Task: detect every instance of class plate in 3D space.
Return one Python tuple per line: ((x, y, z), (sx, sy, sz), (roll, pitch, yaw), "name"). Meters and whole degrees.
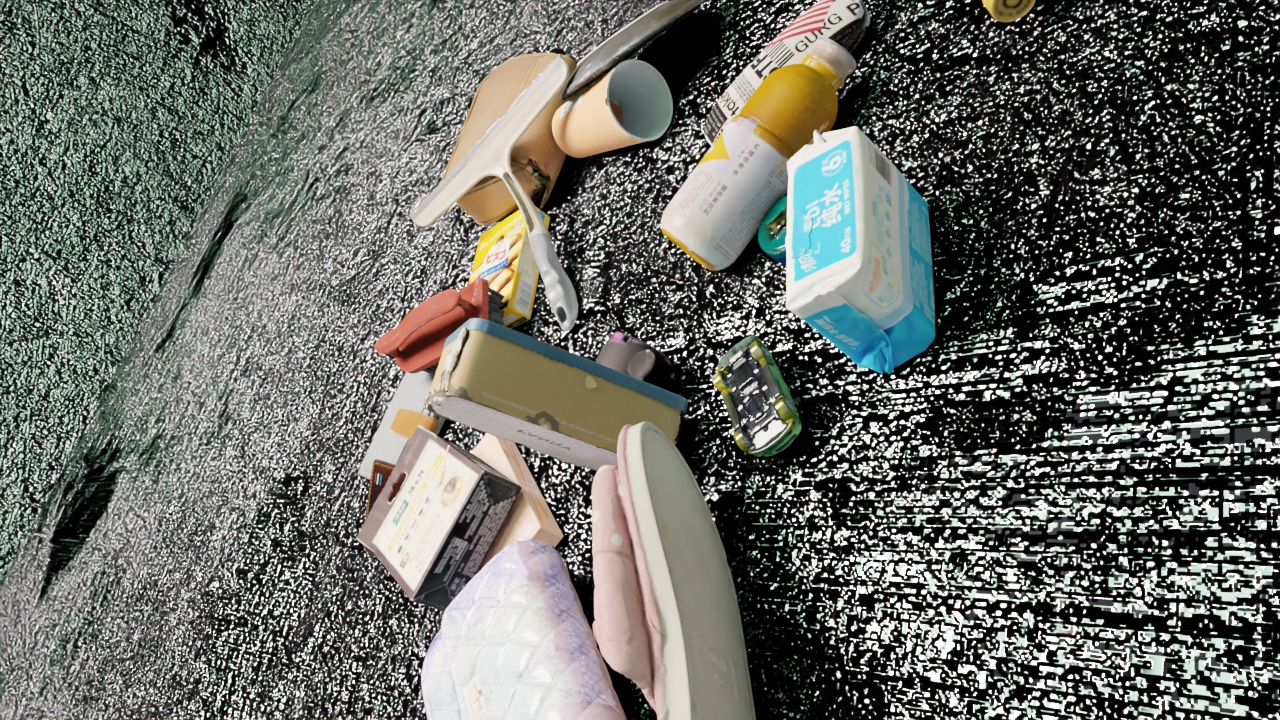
((-0.013, -0.323, 0.929), (0.179, 0.024, 0.179), (-33, 15, 10), "plate")

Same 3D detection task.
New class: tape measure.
((0.112, -0.098, 0.670), (0.054, 0.025, 0.058), (-47, 35, 12), "tape measure")
((-0.004, 0.004, 0.701), (0.058, 0.057, 0.039), (20, 76, 31), "tape measure")

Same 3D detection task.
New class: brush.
((-0.201, -0.029, 0.907), (0.146, 0.069, 0.063), (-24, 58, 38), "brush")

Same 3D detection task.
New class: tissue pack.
((0.133, -0.069, 0.564), (0.063, 0.090, 0.139), (-23, 48, 38), "tissue pack")

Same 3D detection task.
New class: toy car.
((0.079, 0.024, 0.603), (0.043, 0.036, 0.091), (-39, 37, 22), "toy car")

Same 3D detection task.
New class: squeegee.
((-0.105, -0.126, 0.902), (0.247, 0.039, 0.246), (-40, 61, 25), "squeegee")

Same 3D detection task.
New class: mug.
((-0.035, -0.247, 0.925), (0.123, 0.078, 0.078), (-4, 60, 54), "mug")

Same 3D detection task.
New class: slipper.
((0.015, 0.157, 0.513), (0.054, 0.114, 0.273), (-26, 51, 19), "slipper")

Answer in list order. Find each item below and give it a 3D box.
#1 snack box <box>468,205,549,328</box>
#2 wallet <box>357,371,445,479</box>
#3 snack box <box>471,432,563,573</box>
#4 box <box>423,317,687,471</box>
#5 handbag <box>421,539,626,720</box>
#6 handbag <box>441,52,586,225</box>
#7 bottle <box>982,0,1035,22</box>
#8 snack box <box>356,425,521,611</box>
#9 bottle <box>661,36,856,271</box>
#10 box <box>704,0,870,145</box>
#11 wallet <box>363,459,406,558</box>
((-0.144, -0.091, 0.968), (0.087, 0.033, 0.140), (-23, 45, 38), "snack box")
((-0.244, 0.068, 0.960), (0.107, 0.037, 0.129), (4, 67, 52), "wallet")
((-0.122, 0.130, 0.770), (0.084, 0.026, 0.157), (-52, 35, 8), "snack box")
((-0.054, 0.033, 0.643), (0.090, 0.184, 0.059), (-20, 53, 60), "box")
((-0.078, 0.226, 0.599), (0.134, 0.075, 0.194), (-50, 36, 10), "handbag")
((-0.135, -0.249, 1.031), (0.148, 0.099, 0.204), (-5, 59, 40), "handbag")
((0.233, -0.311, 0.658), (0.065, 0.065, 0.218), (-33, 42, 30), "bottle")
((-0.168, 0.127, 0.757), (0.126, 0.053, 0.113), (21, 81, 56), "snack box")
((0.093, -0.159, 0.703), (0.189, 0.068, 0.068), (-53, 35, 5), "bottle")
((0.115, -0.236, 0.750), (0.164, 0.057, 0.071), (-46, 19, 16), "box")
((-0.226, 0.148, 0.866), (0.122, 0.020, 0.096), (6, 91, 50), "wallet")
